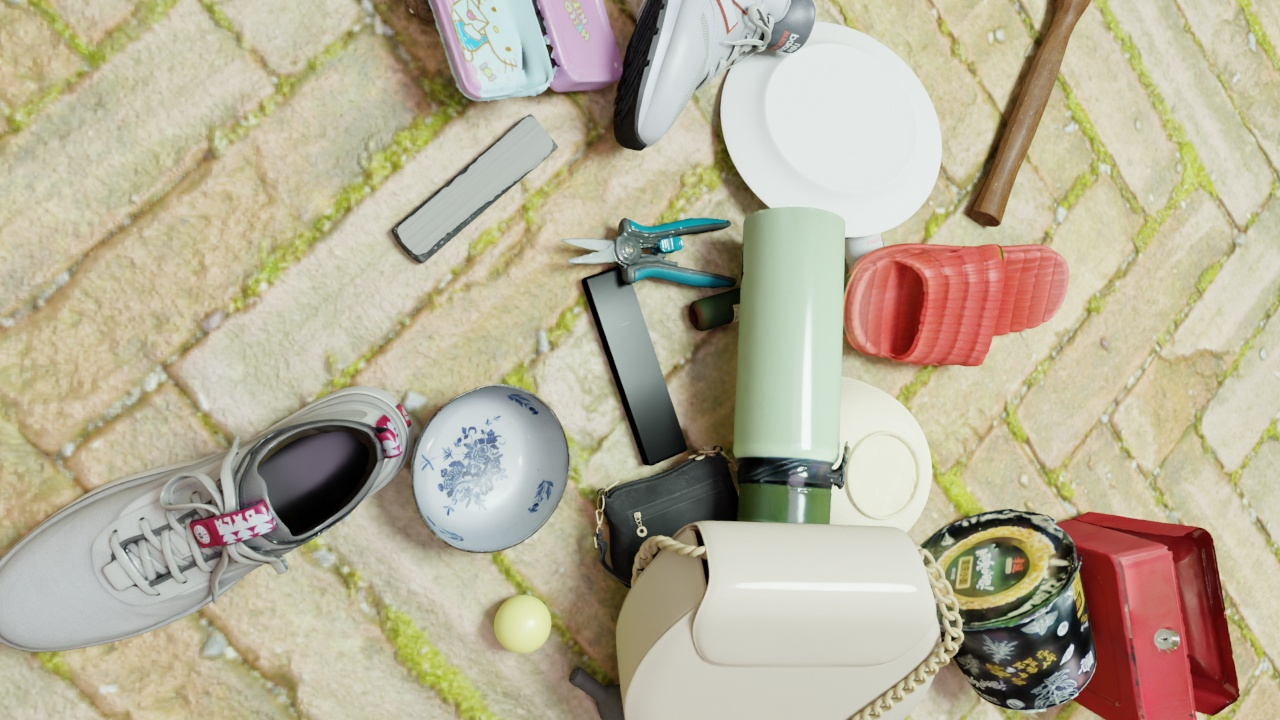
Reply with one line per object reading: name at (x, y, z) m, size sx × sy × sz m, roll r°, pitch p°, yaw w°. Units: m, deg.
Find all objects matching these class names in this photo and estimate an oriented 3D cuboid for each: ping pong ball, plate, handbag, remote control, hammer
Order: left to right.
remote control at (-0.117, -0.123, 0.654) m, size 0.136 × 0.013 × 0.033 m, roll -45°, pitch 104°, yaw -17°
ping pong ball at (-0.083, 0.185, 0.646) m, size 0.040 × 0.040 × 0.040 m, roll 0°, pitch 89°, yaw -20°
remote control at (-0.004, 0.004, 0.692) m, size 0.034 × 0.013 × 0.150 m, roll -21°, pitch 96°, yaw -23°
handbag at (0.025, 0.114, 0.679) m, size 0.128 × 0.054 × 0.079 m, roll -20°, pitch 98°, yaw -17°
handbag at (0.092, 0.203, 0.623) m, size 0.210 × 0.103 × 0.209 m, roll 4°, pitch 127°, yaw -11°
plate at (0.157, -0.190, 0.727) m, size 0.188 × 0.016 × 0.188 m, roll 3°, pitch 75°, yaw -12°
hammer at (0.364, -0.269, 0.823) m, size 0.115 × 0.033 × 0.322 m, roll 27°, pitch 81°, yaw -19°

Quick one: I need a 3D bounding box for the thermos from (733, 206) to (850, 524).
thermos at (0.111, 0.011, 0.663) m, size 0.082 × 0.082 × 0.231 m, roll 7°, pitch 80°, yaw -20°

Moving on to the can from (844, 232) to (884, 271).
can at (0.178, -0.108, 0.750) m, size 0.032 × 0.032 × 0.095 m, roll -18°, pitch 95°, yaw -20°

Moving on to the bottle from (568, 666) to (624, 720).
bottle at (-0.007, 0.262, 0.677) m, size 0.113 × 0.030 × 0.030 m, roll 41°, pitch 76°, yaw -15°

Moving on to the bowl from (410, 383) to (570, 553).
bowl at (-0.109, 0.071, 0.630) m, size 0.114 × 0.045 × 0.114 m, roll -3°, pitch 95°, yaw -32°

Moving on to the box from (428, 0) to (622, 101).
box at (-0.094, -0.285, 0.625) m, size 0.150 × 0.035 × 0.214 m, roll -23°, pitch 98°, yaw -43°

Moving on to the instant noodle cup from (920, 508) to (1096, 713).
instant noodle cup at (0.300, 0.206, 0.744) m, size 0.137 × 0.137 × 0.112 m, roll -36°, pitch 110°, yaw -17°

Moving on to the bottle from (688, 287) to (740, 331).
bottle at (0.088, -0.047, 0.720) m, size 0.106 × 0.025 × 0.025 m, roll -17°, pitch 95°, yaw -19°

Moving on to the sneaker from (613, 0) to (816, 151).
sneaker at (0.066, -0.255, 0.683) m, size 0.124 × 0.089 × 0.239 m, roll 16°, pitch 80°, yaw -16°

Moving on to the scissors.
scissors at (0.015, -0.083, 0.692) m, size 0.147 × 0.019 × 0.123 m, roll -47°, pitch 106°, yaw -25°

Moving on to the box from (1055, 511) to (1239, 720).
box at (0.405, 0.219, 0.778) m, size 0.110 × 0.134 × 0.157 m, roll -15°, pitch 93°, yaw -21°

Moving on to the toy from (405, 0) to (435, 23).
toy at (-0.144, -0.278, 0.630) m, size 0.055 × 0.041 × 0.102 m, roll -20°, pitch 86°, yaw 19°

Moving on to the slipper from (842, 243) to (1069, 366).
slipper at (0.271, -0.046, 0.753) m, size 0.248 × 0.059 × 0.104 m, roll -6°, pitch 114°, yaw -26°

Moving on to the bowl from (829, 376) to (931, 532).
bowl at (0.171, 0.087, 0.722) m, size 0.150 × 0.075 × 0.150 m, roll 1°, pitch 88°, yaw -20°

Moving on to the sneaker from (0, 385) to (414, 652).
sneaker at (-0.253, 0.098, 0.540) m, size 0.262 × 0.129 × 0.097 m, roll -27°, pitch 97°, yaw -17°
